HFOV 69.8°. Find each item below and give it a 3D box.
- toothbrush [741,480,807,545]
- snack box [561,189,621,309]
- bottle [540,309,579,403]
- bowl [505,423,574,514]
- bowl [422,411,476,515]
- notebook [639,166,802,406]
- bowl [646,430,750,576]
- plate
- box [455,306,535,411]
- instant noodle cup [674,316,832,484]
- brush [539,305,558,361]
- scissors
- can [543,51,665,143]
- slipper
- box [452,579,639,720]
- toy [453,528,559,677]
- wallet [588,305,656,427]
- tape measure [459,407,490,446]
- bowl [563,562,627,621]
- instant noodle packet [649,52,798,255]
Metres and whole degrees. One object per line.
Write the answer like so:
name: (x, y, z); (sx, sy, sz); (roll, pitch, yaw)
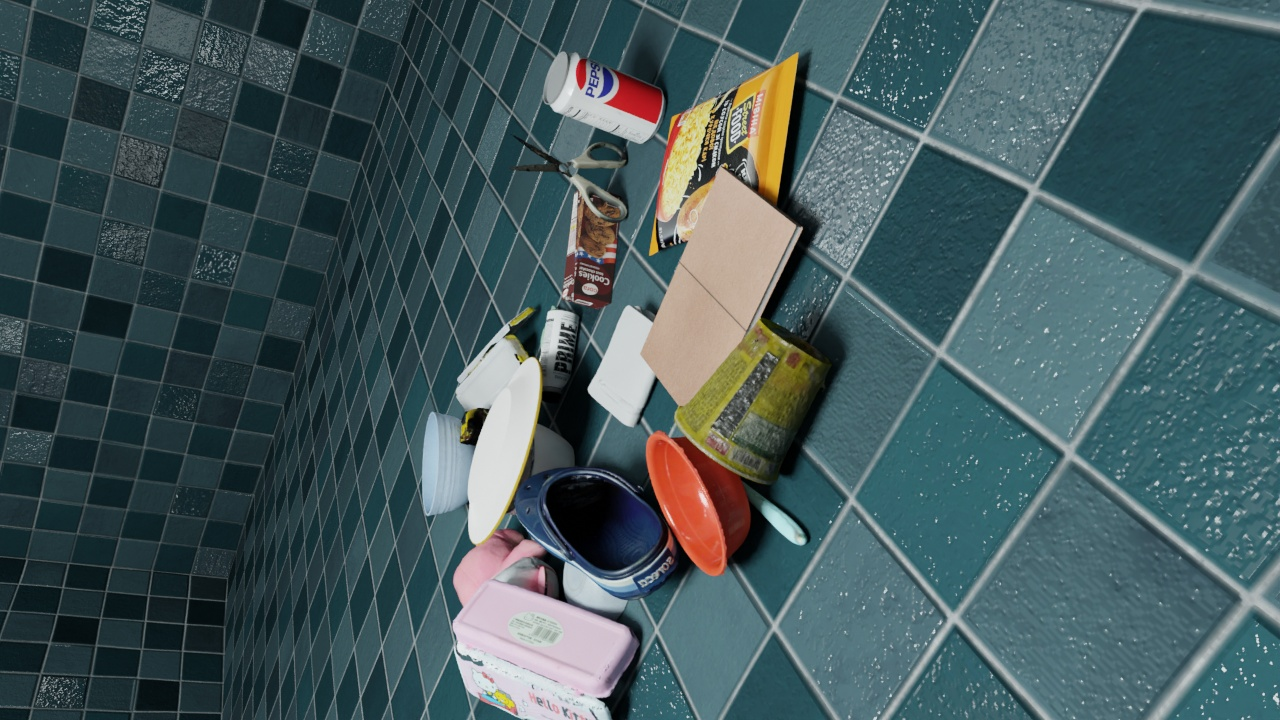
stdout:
toothbrush: (0.089, 0.112, 0.785); (0.181, 0.016, 0.016); (36, 116, 58)
snack box: (-0.059, -0.138, 1.120); (0.032, 0.051, 0.140); (-20, 61, 57)
bottle: (-0.105, -0.004, 1.154); (0.041, 0.041, 0.116); (-12, 67, 59)
bowl: (-0.126, 0.132, 1.105); (0.117, 0.065, 0.116); (-34, 49, 51)
bowl: (-0.269, 0.150, 1.331); (0.151, 0.074, 0.150); (-176, 90, -69)
notebook: (0.067, -0.059, 0.857); (0.141, 0.008, 0.209); (53, 127, 50)
bowl: (0.055, 0.113, 0.778); (0.130, 0.045, 0.131); (54, 157, 36)
plate: (-0.169, 0.103, 1.085); (0.230, 0.021, 0.229); (-54, 25, 40)
box: (-0.199, 0.007, 1.332); (0.084, 0.079, 0.211); (54, 142, 3)
instant noodle cup: (0.094, 0.028, 0.738); (0.108, 0.102, 0.102); (-58, 32, 14)
brush: (-0.140, 0.033, 1.232); (0.033, 0.012, 0.218); (30, 106, 61)
scissors: (-0.074, -0.226, 1.104); (0.169, 0.157, 0.013); (51, 142, 0)
can: (-0.041, -0.308, 1.079); (0.070, 0.132, 0.070); (-34, 49, 51)
slipper: (-0.049, 0.146, 0.899); (0.105, 0.095, 0.253); (-41, 28, -17)
box: (-0.095, 0.310, 0.932); (0.202, 0.103, 0.100); (9, 42, 33)
toy: (-0.156, 0.278, 1.075); (0.213, 0.084, 0.142); (23, 91, 61)
wallet: (-0.006, 0.006, 0.989); (0.086, 0.032, 0.116); (46, 116, 45)
tape measure: (-0.217, 0.094, 1.290); (0.038, 0.067, 0.062); (-63, 22, 25)
bowl: (-0.051, 0.222, 0.958); (0.107, 0.039, 0.106); (-34, 49, 51)
instant noodle packet: (0.077, -0.199, 0.924); (0.221, 0.032, 0.159); (-5, 74, 60)
